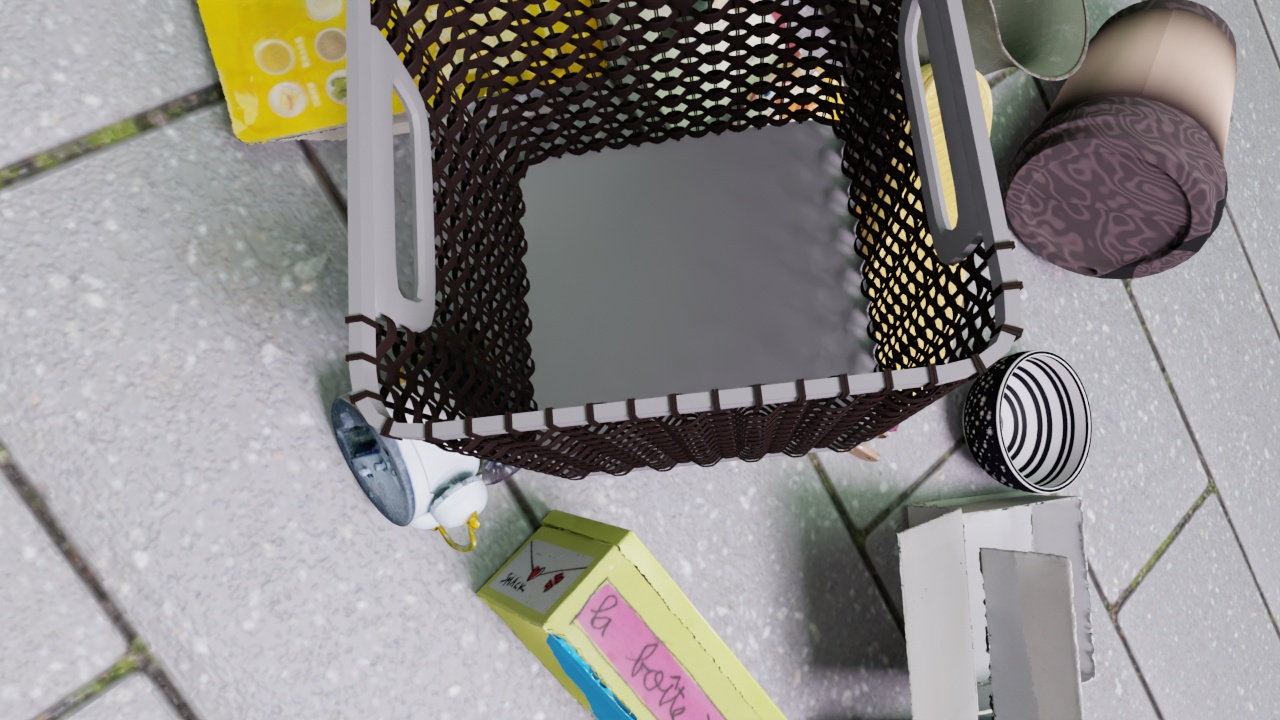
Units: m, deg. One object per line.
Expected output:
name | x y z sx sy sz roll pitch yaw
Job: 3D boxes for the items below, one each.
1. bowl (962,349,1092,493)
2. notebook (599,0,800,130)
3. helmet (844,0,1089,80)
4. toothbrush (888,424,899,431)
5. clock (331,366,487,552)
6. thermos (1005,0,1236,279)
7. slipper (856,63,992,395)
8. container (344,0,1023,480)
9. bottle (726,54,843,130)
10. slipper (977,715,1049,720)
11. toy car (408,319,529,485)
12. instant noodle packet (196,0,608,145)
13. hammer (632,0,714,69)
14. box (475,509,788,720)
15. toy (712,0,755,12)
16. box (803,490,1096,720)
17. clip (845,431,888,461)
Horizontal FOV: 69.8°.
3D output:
bowl | 0.322 0.053 0.792 0.120 0.066 0.120 3 84 -29
notebook | 0.026 -0.291 0.693 0.152 0.012 0.209 -37 104 -28
helmet | 0.240 -0.320 0.731 0.268 0.154 0.226 43 59 -16
toothbrush | 0.139 0.002 0.724 0.190 0.016 0.016 39 70 -21
clock | -0.130 0.061 0.532 0.056 0.083 0.117 -30 99 -35
thermos | 0.451 -0.210 0.840 0.172 0.173 0.225 43 61 -19
slipper | 0.207 -0.102 0.734 0.099 0.078 0.263 4 104 -27
container | 0.019 -0.071 0.471 0.246 0.244 0.247 -7 75 6
bottle | 0.107 -0.184 0.697 0.108 0.063 0.063 -42 105 -26
slipper | 0.261 0.315 0.716 0.268 0.098 0.054 9 80 -29
toy car | -0.107 0.027 0.575 0.048 0.033 0.105 -28 101 -27
instant noodle packet | -0.151 -0.225 0.557 0.221 0.084 0.163 -16 93 -23
hammer | -0.108 -0.260 0.521 0.330 0.033 0.132 10 85 -18
box | 0.009 0.202 0.574 0.079 0.125 0.221 -46 106 -22
toy | 0.065 -0.302 0.684 0.092 0.043 0.117 39 70 -23
box | 0.222 0.194 0.682 0.417 0.109 0.166 0 84 -44
clip | 0.174 0.052 0.735 0.061 0.025 0.045 36 69 -17
